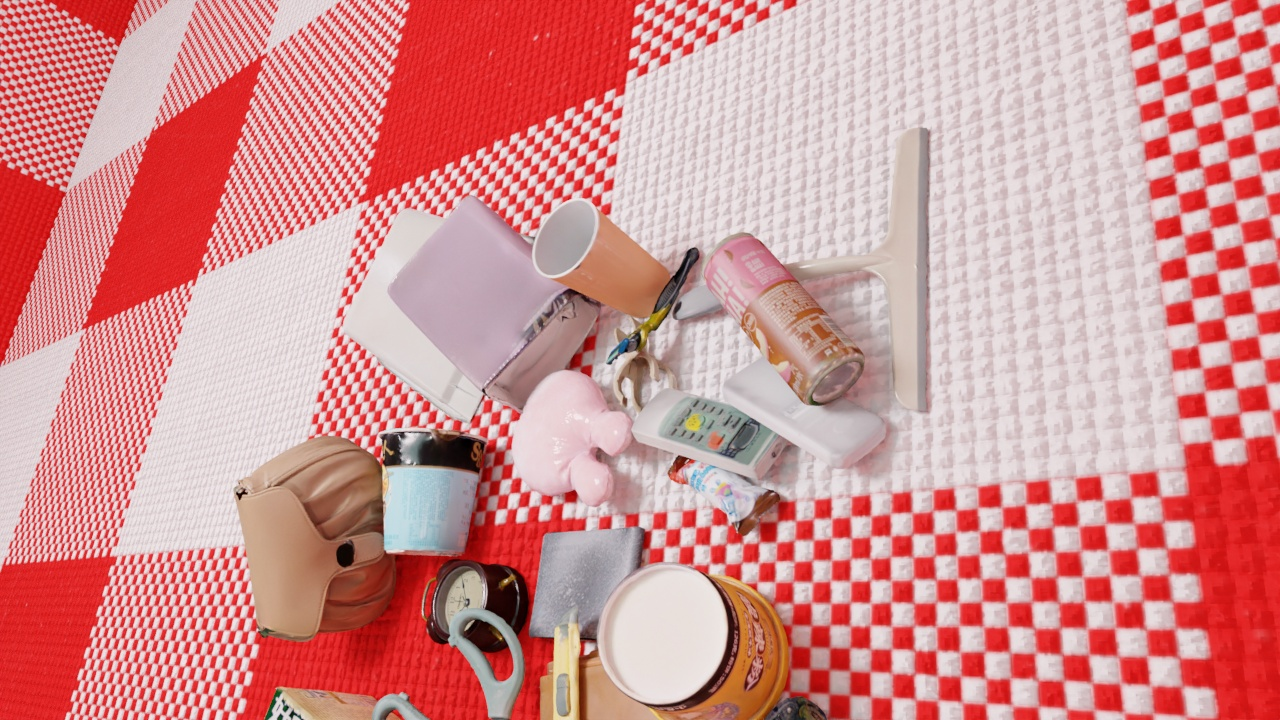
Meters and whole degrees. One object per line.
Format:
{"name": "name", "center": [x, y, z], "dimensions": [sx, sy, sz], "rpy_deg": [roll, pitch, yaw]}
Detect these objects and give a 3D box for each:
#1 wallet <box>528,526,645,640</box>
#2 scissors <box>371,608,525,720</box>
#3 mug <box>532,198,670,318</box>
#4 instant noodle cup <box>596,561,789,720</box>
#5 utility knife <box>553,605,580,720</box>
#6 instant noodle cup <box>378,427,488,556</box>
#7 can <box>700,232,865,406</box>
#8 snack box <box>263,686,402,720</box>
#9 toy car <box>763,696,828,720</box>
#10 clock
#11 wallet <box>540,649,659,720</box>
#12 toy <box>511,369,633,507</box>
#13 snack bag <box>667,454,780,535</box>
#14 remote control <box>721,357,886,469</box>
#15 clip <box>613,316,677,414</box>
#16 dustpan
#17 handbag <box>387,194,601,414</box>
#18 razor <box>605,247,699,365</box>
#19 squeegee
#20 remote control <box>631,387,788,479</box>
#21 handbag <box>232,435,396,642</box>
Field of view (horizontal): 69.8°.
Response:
{"name": "wallet", "center": [-0.048, 0.197, 0.809], "dimensions": [0.121, 0.019, 0.097], "rpy_deg": [-12, 61, 39]}
{"name": "scissors", "center": [-0.154, 0.304, 0.766], "dimensions": [0.176, 0.019, 0.174], "rpy_deg": [-27, 61, -3]}
{"name": "mug", "center": [-0.031, -0.089, 0.855], "dimensions": [0.078, 0.122, 0.078], "rpy_deg": [-18, 59, 34]}
{"name": "instant noodle cup", "center": [0.034, 0.200, 0.647], "dimensions": [0.119, 0.114, 0.118], "rpy_deg": [-11, 61, 20]}
{"name": "utility knife", "center": [-0.057, 0.288, 0.735], "dimensions": [0.031, 0.019, 0.175], "rpy_deg": [-24, 63, 39]}
{"name": "instant noodle cup", "center": [-0.214, 0.136, 0.927], "dimensions": [0.111, 0.111, 0.120], "rpy_deg": [-10, 71, 38]}
{"name": "can", "center": [0.108, -0.034, 0.712], "dimensions": [0.058, 0.058, 0.147], "rpy_deg": [-45, 57, 15]}
{"name": "snack box", "center": [-0.238, 0.370, 0.824], "dimensions": [0.240, 0.114, 0.063], "rpy_deg": [12, 77, 43]}
{"name": "toy car", "center": [0.120, 0.281, 0.607], "dimensions": [0.054, 0.036, 0.120], "rpy_deg": [-51, 36, 12]}
{"name": "clock", "center": [-0.161, 0.229, 0.864], "dimensions": [0.122, 0.055, 0.082], "rpy_deg": [-5, 68, 37]}
{"name": "wallet", "center": [-0.027, 0.286, 0.737], "dimensions": [0.132, 0.031, 0.107], "rpy_deg": [-23, 58, 31]}
{"name": "toy", "center": [-0.064, 0.075, 0.852], "dimensions": [0.159, 0.054, 0.121], "rpy_deg": [26, 95, 51]}
{"name": "snack bag", "center": [0.065, 0.102, 0.745], "dimensions": [0.045, 0.026, 0.105], "rpy_deg": [-42, 43, -14]}
{"name": "remote control", "center": [0.125, 0.039, 0.714], "dimensions": [0.055, 0.020, 0.136], "rpy_deg": [-32, 40, -24]}
{"name": "clip", "center": [-0.010, 0.012, 0.853], "dimensions": [0.089, 0.035, 0.104], "rpy_deg": [-53, 41, 7]}
{"name": "dustpan", "center": [-0.236, -0.069, 1.108], "dimensions": [0.258, 0.142, 0.222], "rpy_deg": [26, 88, 16]}
{"name": "handbag", "center": [-0.148, -0.059, 0.942], "dimensions": [0.197, 0.098, 0.145], "rpy_deg": [41, 97, 32]}
{"name": "razor", "center": [0.018, -0.050, 0.842], "dimensions": [0.142, 0.022, 0.043], "rpy_deg": [-55, 8, -24]}
{"name": "squeegee", "center": [0.117, -0.066, 0.773], "dimensions": [0.247, 0.039, 0.246], "rpy_deg": [-10, 64, 39]}
{"name": "remote control", "center": [0.056, 0.058, 0.760], "dimensions": [0.135, 0.019, 0.056], "rpy_deg": [14, 53, 41]}
{"name": "handbag", "center": [-0.324, 0.186, 0.937], "dimensions": [0.100, 0.147, 0.205], "rpy_deg": [16, 115, 47]}
